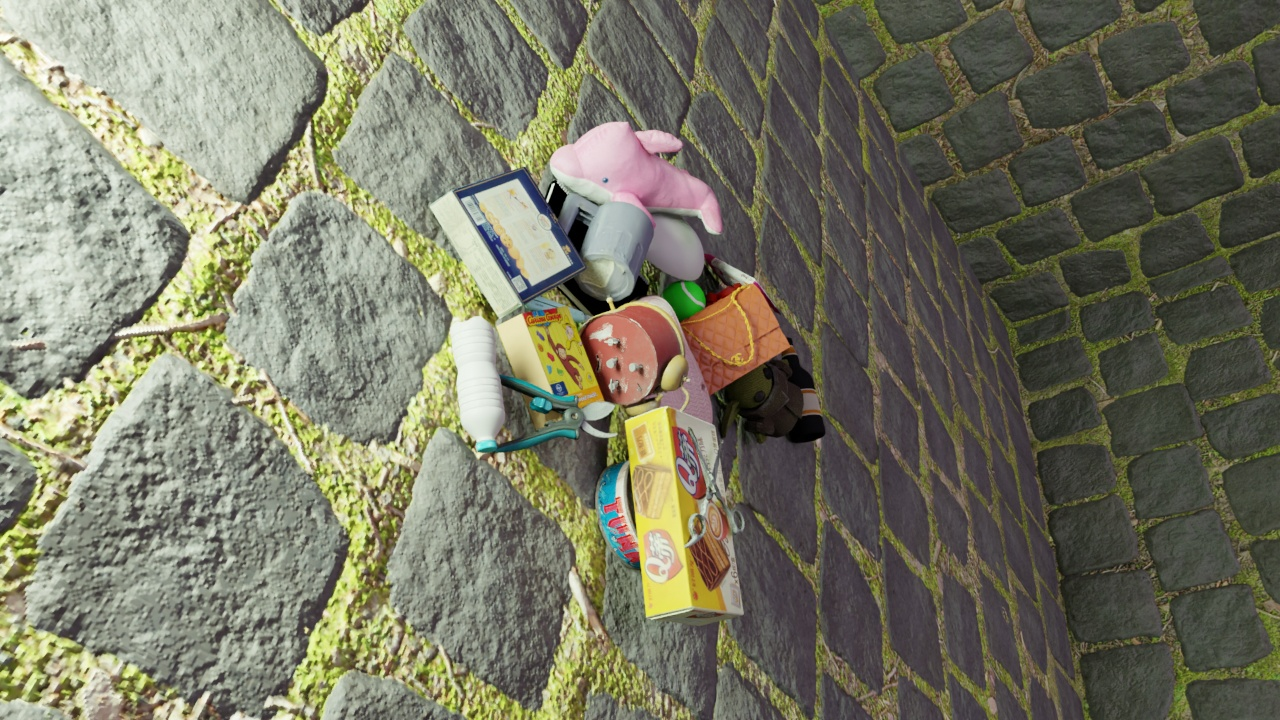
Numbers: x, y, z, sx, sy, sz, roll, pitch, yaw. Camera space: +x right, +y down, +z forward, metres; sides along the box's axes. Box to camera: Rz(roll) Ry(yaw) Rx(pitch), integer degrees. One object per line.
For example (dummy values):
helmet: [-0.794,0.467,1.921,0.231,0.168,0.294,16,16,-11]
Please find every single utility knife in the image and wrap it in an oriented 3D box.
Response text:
utility knife: [-0.085,-0.056,1.114,0.165,0.015,0.022,16,54,-51]

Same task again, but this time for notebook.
notebook: [-0.063,-0.119,1.198,0.206,0.016,0.148,46,37,-31]

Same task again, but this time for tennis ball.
tennis ball: [0.061,-0.083,1.321,0.065,0.065,0.065,36,42,-42]

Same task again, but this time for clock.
clock: [-0.006,0.006,1.095,0.159,0.117,0.081,50,32,10]

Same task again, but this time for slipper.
slipper: [0.027,0.023,1.191,0.106,0.056,0.221,-24,103,-32]

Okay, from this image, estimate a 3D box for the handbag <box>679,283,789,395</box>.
handbag: [0.115,-0.027,1.288,0.171,0.060,0.109,-30,94,-22]

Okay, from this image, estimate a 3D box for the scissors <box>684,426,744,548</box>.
scissors: [0.078,0.152,1.026,0.141,0.014,0.174,56,34,-24]

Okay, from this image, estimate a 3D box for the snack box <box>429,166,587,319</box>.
snack box: [-0.145,-0.137,1.036,0.144,0.043,0.144,59,34,-5]

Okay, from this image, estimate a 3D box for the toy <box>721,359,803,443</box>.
toy: [0.189,0.054,1.401,0.152,0.078,0.179,36,68,-45]

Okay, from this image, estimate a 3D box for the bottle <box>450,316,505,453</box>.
bottle: [-0.161,0.025,0.917,0.044,0.044,0.136,17,56,-53]

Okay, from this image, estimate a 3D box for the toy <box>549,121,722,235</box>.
toy: [0.008,-0.260,1.249,0.265,0.128,0.186,10,38,-32]

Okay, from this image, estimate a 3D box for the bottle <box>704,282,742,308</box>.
bottle: [0.121,-0.062,1.380,0.099,0.099,0.111,44,57,-34]

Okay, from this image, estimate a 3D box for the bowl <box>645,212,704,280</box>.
bowl: [0.040,-0.183,1.324,0.149,0.043,0.149,29,31,-20]

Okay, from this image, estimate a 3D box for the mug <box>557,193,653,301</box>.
mug: [-0.051,-0.147,1.155,0.124,0.084,0.103,29,46,-13]

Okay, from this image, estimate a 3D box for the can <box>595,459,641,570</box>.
can: [0.004,0.178,1.078,0.130,0.044,0.129,36,42,-42]

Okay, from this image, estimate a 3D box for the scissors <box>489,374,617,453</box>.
scissors: [-0.101,0.063,0.958,0.155,0.019,0.124,35,62,-8]

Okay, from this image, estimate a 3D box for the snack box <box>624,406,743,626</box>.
snack box: [0.047,0.175,1.039,0.110,0.062,0.230,25,51,-49]

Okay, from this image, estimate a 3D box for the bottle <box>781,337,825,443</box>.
bottle: [0.267,0.047,1.567,0.059,0.059,0.181,19,54,-52]

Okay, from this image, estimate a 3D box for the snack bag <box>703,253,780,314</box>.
snack bag: [0.154,-0.122,1.439,0.070,0.016,0.196,47,-2,-30]

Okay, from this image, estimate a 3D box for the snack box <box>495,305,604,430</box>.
snack box: [-0.099,0.008,1.031,0.088,0.040,0.126,-17,85,-60]
